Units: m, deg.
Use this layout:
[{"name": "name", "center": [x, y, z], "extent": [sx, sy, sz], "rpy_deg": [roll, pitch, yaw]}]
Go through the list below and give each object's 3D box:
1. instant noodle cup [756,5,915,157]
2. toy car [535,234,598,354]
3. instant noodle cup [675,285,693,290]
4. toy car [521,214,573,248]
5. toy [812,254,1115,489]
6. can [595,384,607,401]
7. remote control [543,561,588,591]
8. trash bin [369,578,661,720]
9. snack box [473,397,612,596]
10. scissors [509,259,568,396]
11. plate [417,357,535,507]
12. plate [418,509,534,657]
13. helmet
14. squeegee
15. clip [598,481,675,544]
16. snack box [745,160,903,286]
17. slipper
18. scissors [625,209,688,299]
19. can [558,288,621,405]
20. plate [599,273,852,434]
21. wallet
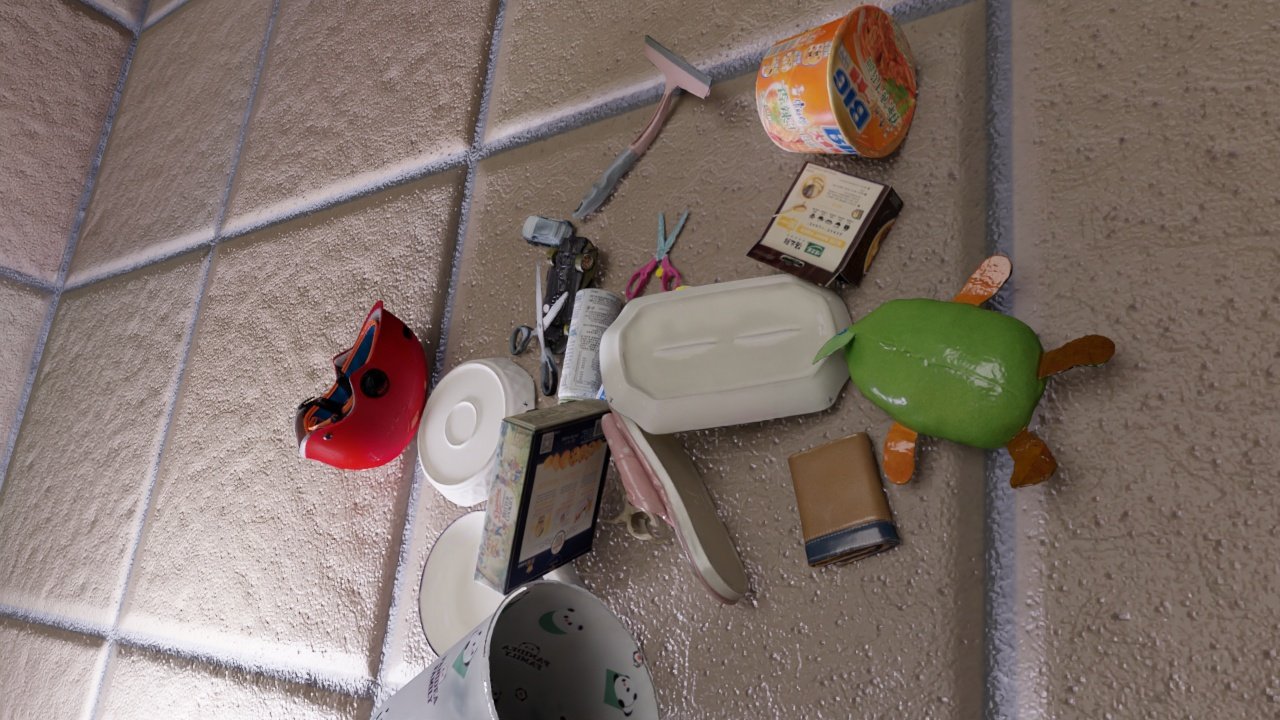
[{"name": "instant noodle cup", "center": [0.202, -0.286, 0.969], "extent": [0.112, 0.151, 0.151], "rpy_deg": [7, 77, 48]}, {"name": "toy car", "center": [-0.096, -0.084, 1.192], "extent": [0.070, 0.042, 0.158], "rpy_deg": [18, 97, 43]}, {"name": "instant noodle cup", "center": [0.049, -0.013, 1.014], "extent": [0.112, 0.111, 0.123], "rpy_deg": [18, 77, 42]}, {"name": "toy car", "center": [-0.131, -0.179, 1.265], "extent": [0.091, 0.034, 0.043], "rpy_deg": [17, 88, 43]}, {"name": "toy", "center": [0.281, 0.010, 0.823], "extent": [0.247, 0.090, 0.227], "rpy_deg": [27, 90, 45]}, {"name": "can", "center": [-0.006, 0.006, 1.079], "extent": [0.053, 0.053, 0.134], "rpy_deg": [24, 89, 42]}, {"name": "remote control", "center": [-0.099, 0.240, 1.068], "extent": [0.024, 0.049, 0.125], "rpy_deg": [-50, 50, 9]}, {"name": "trash bin", "center": [-0.144, 0.384, 0.946], "extent": [0.253, 0.229, 0.229], "rpy_deg": [-38, 53, 29]}, {"name": "snack box", "center": [-0.097, 0.139, 0.988], "extent": [0.046, 0.177, 0.182], "rpy_deg": [18, 102, 25]}, {"name": "scissors", "center": [-0.127, -0.038, 1.177], "extent": [0.179, 0.014, 0.159], "rpy_deg": [-42, 63, 52]}, {"name": "plate", "center": [-0.226, 0.090, 1.231], "extent": [0.205, 0.045, 0.204], "rpy_deg": [-16, 63, 34]}, {"name": "plate", "center": [-0.197, 0.283, 1.137], "extent": [0.193, 0.039, 0.192], "rpy_deg": [-15, 65, 34]}, {"name": "helmet", "center": [-0.374, 0.050, 1.298], "extent": [0.239, 0.144, 0.207], "rpy_deg": [-61, 25, -8]}, {"name": "squeegee", "center": [-0.010, -0.285, 1.205], "extent": [0.250, 0.040, 0.247], "rpy_deg": [-54, 33, 16]}, {"name": "clip", "center": [-0.005, 0.176, 1.028], "extent": [0.100, 0.034, 0.070], "rpy_deg": [25, 91, 47]}, {"name": "snack box", "center": [0.194, -0.139, 0.970], "extent": [0.113, 0.053, 0.125], "rpy_deg": [30, 91, 42]}, {"name": "slipper", "center": [0.026, 0.140, 0.967], "extent": [0.054, 0.114, 0.274], "rpy_deg": [-40, 59, 15]}, {"name": "scissors", "center": [0.020, -0.126, 1.137], "extent": [0.119, 0.017, 0.133], "rpy_deg": [-24, 55, 35]}, {"name": "can", "center": [-0.062, -0.013, 1.128], "extent": [0.058, 0.058, 0.146], "rpy_deg": [-2, 72, 38]}, {"name": "plate", "center": [0.087, -0.015, 0.937], "extent": [0.266, 0.034, 0.161], "rpy_deg": [-8, 67, 4]}, {"name": "wallet", "center": [0.192, 0.135, 0.885], "extent": [0.090, 0.033, 0.115], "rpy_deg": [-25, 58, 27]}]
